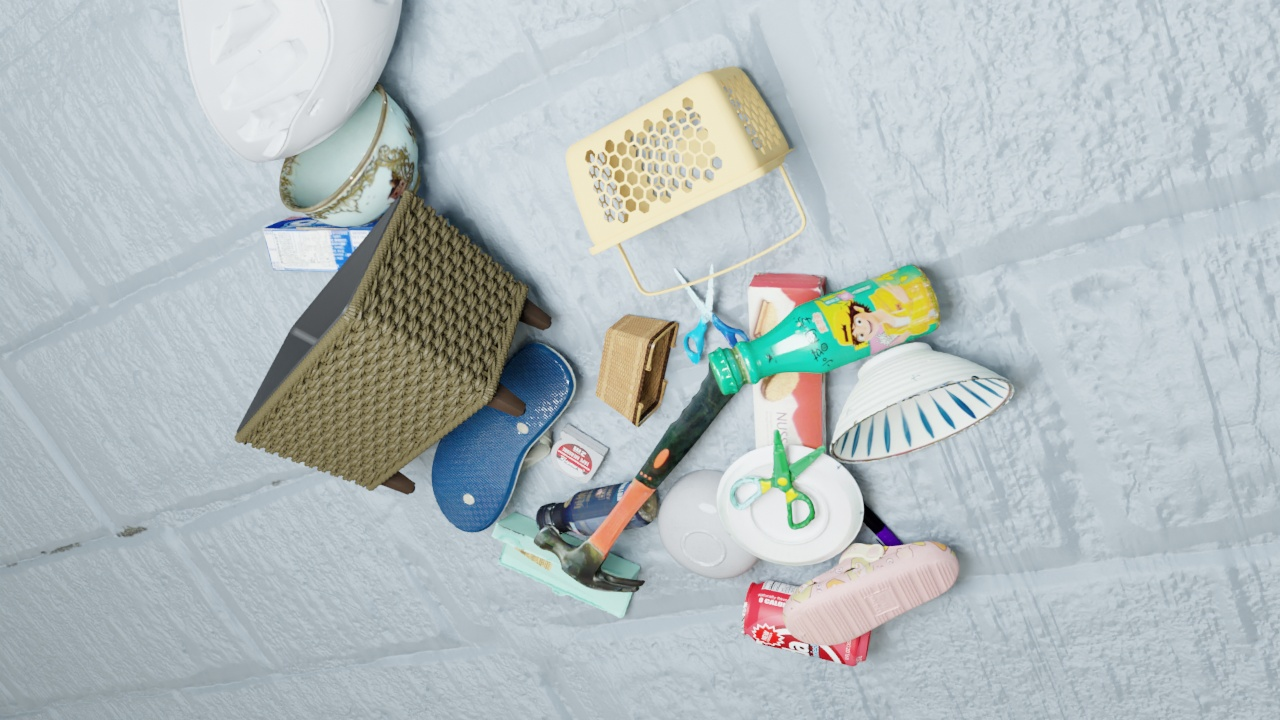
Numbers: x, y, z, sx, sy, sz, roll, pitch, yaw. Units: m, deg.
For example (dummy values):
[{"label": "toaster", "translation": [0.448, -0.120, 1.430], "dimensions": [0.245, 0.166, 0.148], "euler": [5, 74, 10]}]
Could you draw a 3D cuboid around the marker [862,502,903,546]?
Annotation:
[{"label": "marker", "translation": [0.252, 0.177, 1.010], "dimensions": [0.018, 0.015, 0.134], "euler": [-42, 96, 14]}]

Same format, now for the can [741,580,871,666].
[{"label": "can", "translation": [0.195, 0.305, 1.070], "dimensions": [0.143, 0.074, 0.074], "euler": [8, 120, 19]}]

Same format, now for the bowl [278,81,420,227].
[{"label": "bowl", "translation": [-0.292, -0.203, 0.971], "dimensions": [0.160, 0.159, 0.094], "euler": [-17, 147, 29]}]

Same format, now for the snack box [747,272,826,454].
[{"label": "snack box", "translation": [0.157, 0.042, 0.959], "dimensions": [0.077, 0.044, 0.273], "euler": [5, 119, 19]}]

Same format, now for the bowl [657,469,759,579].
[{"label": "bowl", "translation": [0.081, 0.199, 1.066], "dimensions": [0.132, 0.064, 0.132], "euler": [10, 120, 18]}]

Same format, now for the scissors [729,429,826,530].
[{"label": "scissors", "translation": [0.139, 0.124, 0.952], "dimensions": [0.122, 0.012, 0.128], "euler": [-5, 117, 16]}]

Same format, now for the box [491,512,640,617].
[{"label": "box", "translation": [-0.101, 0.269, 1.176], "dimensions": [0.187, 0.078, 0.110], "euler": [23, 116, 10]}]

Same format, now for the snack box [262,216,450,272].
[{"label": "snack box", "translation": [-0.325, -0.133, 1.059], "dimensions": [0.227, 0.059, 0.059], "euler": [3, 115, 20]}]

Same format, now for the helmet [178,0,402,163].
[{"label": "helmet", "translation": [-0.342, -0.325, 0.875], "dimensions": [0.224, 0.183, 0.283], "euler": [44, 112, 27]}]

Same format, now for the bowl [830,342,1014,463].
[{"label": "bowl", "translation": [0.255, 0.031, 0.878], "dimensions": [0.178, 0.177, 0.070], "euler": [-35, 59, 33]}]

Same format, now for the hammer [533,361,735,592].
[{"label": "hammer", "translation": [0.015, 0.126, 1.026], "dimensions": [0.133, 0.033, 0.334], "euler": [38, 110, 11]}]

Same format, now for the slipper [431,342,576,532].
[{"label": "slipper", "translation": [-0.166, 0.090, 1.117], "dimensions": [0.118, 0.060, 0.296], "euler": [40, 119, 4]}]

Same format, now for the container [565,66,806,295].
[{"label": "container", "translation": [0.045, -0.158, 0.846], "dimensions": [0.184, 0.129, 0.167], "euler": [-21, 100, 30]}]

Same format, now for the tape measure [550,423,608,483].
[{"label": "tape measure", "translation": [-0.076, 0.114, 1.112], "dimensions": [0.060, 0.020, 0.062], "euler": [31, 125, 4]}]

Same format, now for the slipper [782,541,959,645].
[{"label": "slipper", "translation": [0.242, 0.235, 0.995], "dimensions": [0.197, 0.081, 0.093], "euler": [-28, 125, 15]}]

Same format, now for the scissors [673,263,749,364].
[{"label": "scissors", "translation": [0.076, -0.042, 0.946], "dimensions": [0.129, 0.014, 0.128], "euler": [33, 133, 37]}]

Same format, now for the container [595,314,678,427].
[{"label": "container", "translation": [-0.006, 0.006, 1.001], "dimensions": [0.061, 0.063, 0.114], "euler": [23, 124, 19]}]

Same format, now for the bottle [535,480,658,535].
[{"label": "bottle", "translation": [-0.056, 0.185, 1.121], "dimensions": [0.161, 0.056, 0.056], "euler": [-16, 110, 32]}]

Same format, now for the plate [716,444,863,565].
[{"label": "plate", "translation": [0.158, 0.160, 0.981], "dimensions": [0.157, 0.014, 0.157], "euler": [6, 118, 11]}]

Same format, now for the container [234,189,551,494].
[{"label": "container", "translation": [-0.264, 0.008, 1.003], "dimensions": [0.205, 0.176, 0.322], "euler": [32, 137, -24]}]

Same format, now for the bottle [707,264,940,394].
[{"label": "bottle", "translation": [0.167, -0.023, 0.852], "dimensions": [0.210, 0.068, 0.068], "euler": [-21, 110, 0]}]
